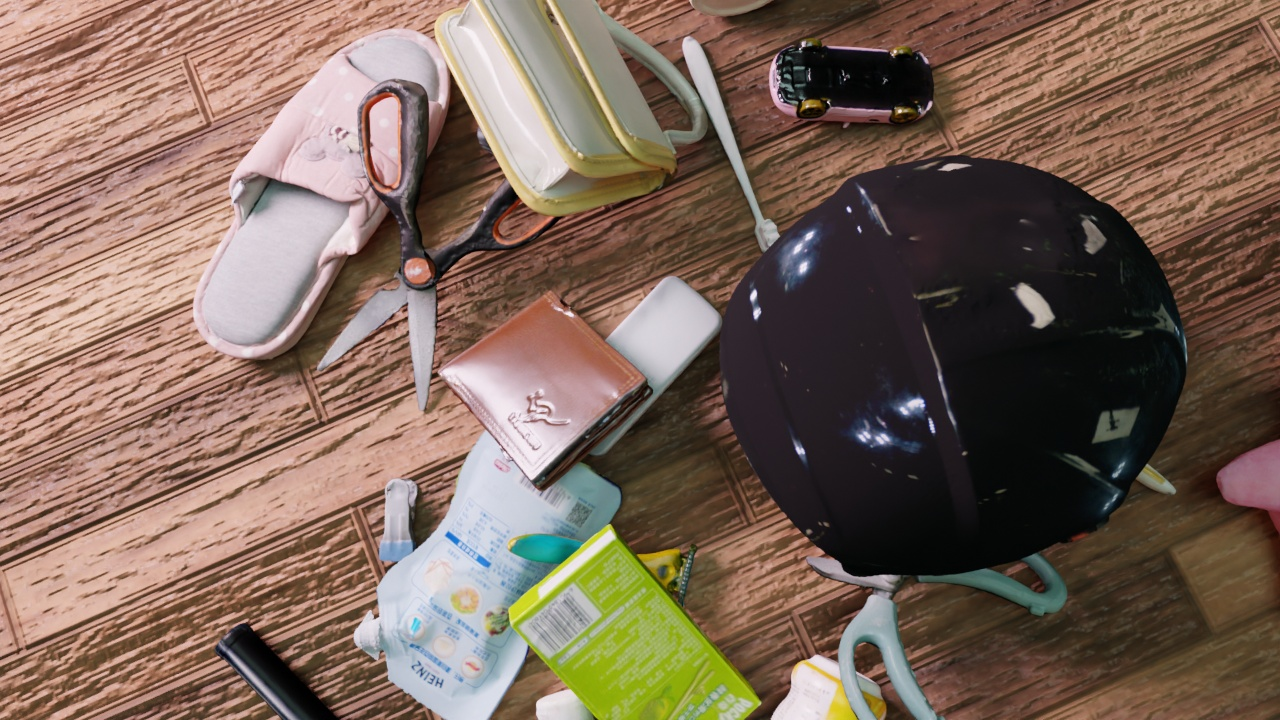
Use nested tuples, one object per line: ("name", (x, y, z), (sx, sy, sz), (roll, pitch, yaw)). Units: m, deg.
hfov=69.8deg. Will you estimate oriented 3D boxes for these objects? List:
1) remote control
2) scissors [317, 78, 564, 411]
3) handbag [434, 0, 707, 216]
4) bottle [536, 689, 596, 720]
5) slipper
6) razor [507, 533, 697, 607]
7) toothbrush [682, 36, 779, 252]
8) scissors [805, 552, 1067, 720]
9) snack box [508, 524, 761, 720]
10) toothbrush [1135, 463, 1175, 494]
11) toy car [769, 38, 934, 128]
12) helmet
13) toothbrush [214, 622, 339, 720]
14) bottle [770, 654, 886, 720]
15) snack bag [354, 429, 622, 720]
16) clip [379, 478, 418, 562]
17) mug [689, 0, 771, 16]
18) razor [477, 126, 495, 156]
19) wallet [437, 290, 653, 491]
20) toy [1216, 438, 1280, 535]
("remote control", (-0.004, 0.004, 0.645), (0.056, 0.020, 0.136), (42, 85, 8))
("scissors", (-0.139, -0.081, 0.627), (0.228, 0.021, 0.221), (-17, 102, 1))
("handbag", (-0.029, -0.191, 0.620), (0.178, 0.063, 0.163), (-21, 80, -40))
("bottle", (-0.029, 0.312, 0.584), (0.080, 0.044, 0.194), (-14, 80, -1))
("slipper", (-0.231, -0.126, 0.657), (0.114, 0.054, 0.274), (30, 84, 7))
("razor", (-0.025, 0.130, 0.601), (0.132, 0.028, 0.043), (14, 91, -22))
("toothbrush", (0.066, -0.160, 0.671), (0.016, 0.016, 0.180), (-18, 80, -13))
("scissors", (0.195, 0.166, 0.580), (0.170, 0.019, 0.171), (0, 49, -4))
("snack box", (-0.002, 0.189, 0.584), (0.085, 0.026, 0.156), (-41, 103, -4))
("toothbrush", (0.286, 0.032, 0.633), (0.191, 0.016, 0.018), (36, 75, 8))
("toy car", (0.153, -0.199, 0.666), (0.122, 0.037, 0.056), (0, 83, -11))
("helmet", (0.184, -0.002, 0.527), (0.274, 0.231, 0.233), (-10, 72, -16))
("toothbrush", (-0.199, 0.256, 0.607), (0.212, 0.026, 0.027), (41, 123, 8))
("bottle", (0.109, 0.245, 0.578), (0.063, 0.063, 0.108), (26, 82, 6))
("snack bag", (-0.103, 0.140, 0.616), (0.110, 0.039, 0.191), (34, 82, -4))
("clip", (-0.167, 0.110, 0.636), (0.026, 0.036, 0.058), (0, 84, 4))
("mug", (0.049, -0.314, 0.672), (0.115, 0.081, 0.106), (-16, 81, 26))
("razor", (-0.085, -0.218, 0.674), (0.068, 0.062, 0.167), (-6, 73, 32))
("wallet", (-0.066, 0.016, 0.614), (0.101, 0.032, 0.124), (-41, 56, -9))
("toy", (0.471, 0.080, 0.591), (0.178, 0.074, 0.194), (34, 87, -3))
